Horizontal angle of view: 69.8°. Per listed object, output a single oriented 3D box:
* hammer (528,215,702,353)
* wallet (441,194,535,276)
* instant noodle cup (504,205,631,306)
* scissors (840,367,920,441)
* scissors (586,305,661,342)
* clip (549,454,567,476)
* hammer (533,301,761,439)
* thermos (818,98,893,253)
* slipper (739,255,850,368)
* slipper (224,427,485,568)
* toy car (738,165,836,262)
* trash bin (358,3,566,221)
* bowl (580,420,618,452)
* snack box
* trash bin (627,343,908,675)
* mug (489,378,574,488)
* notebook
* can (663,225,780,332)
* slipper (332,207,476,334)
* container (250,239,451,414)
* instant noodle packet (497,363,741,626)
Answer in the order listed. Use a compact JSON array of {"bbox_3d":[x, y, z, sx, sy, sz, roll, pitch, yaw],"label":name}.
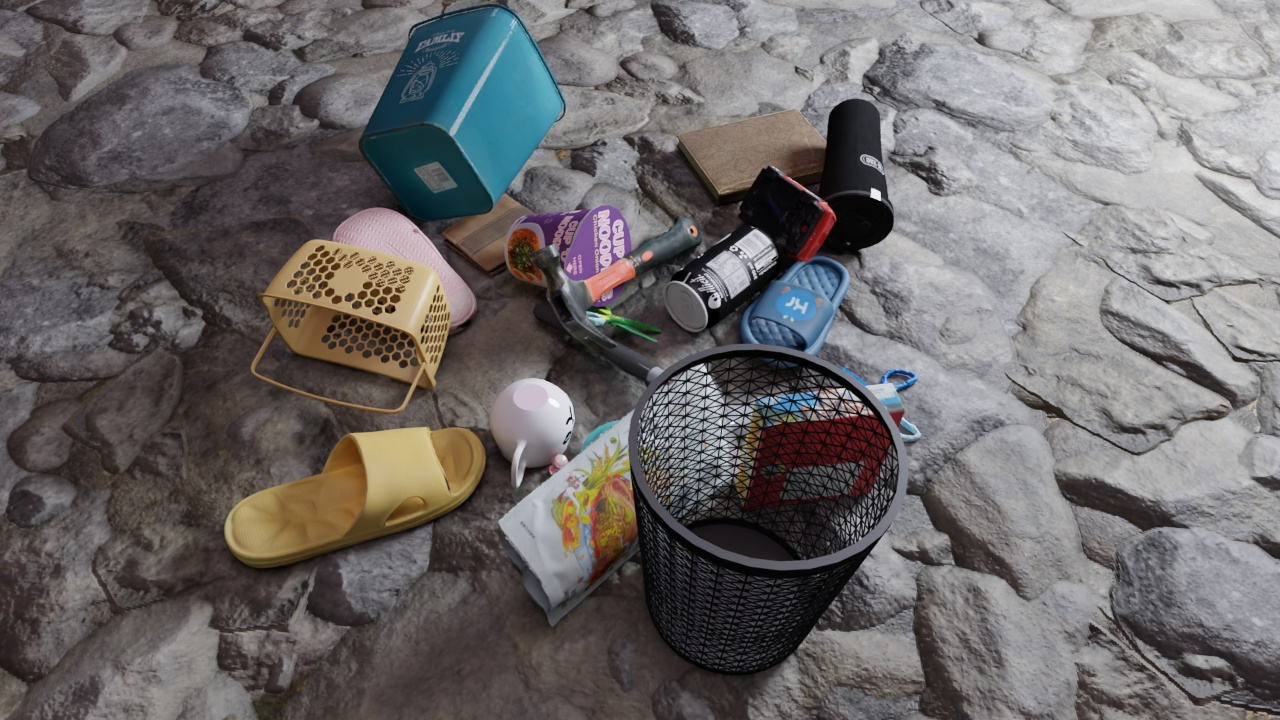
[{"bbox_3d":[-0.007,-0.116,1.106,0.033,0.133,0.332,-19,12,35],"label":"hammer"},{"bbox_3d":[-0.188,-0.168,1.218,0.099,0.027,0.120,36,56,24],"label":"wallet"},{"bbox_3d":[-0.099,-0.131,1.125,0.122,0.122,0.136,10,23,32],"label":"instant noodle cup"},{"bbox_3d":[0.281,0.047,1.066,0.125,0.013,0.129,-22,51,-23],"label":"scissors"},{"bbox_3d":[-0.034,-0.047,1.100,0.130,0.012,0.116,27,19,26],"label":"scissors"},{"bbox_3d":[-0.074,0.120,0.961,0.058,0.050,0.023,26,53,36],"label":"clip"},{"bbox_3d":[-0.006,0.006,1.054,0.311,0.030,0.124,30,30,27],"label":"hammer"},{"bbox_3d":[0.292,-0.260,1.259,0.106,0.106,0.218,8,57,3],"label":"thermos"},{"bbox_3d":[0.193,-0.071,1.134,0.104,0.059,0.213,23,49,19],"label":"slipper"},{"bbox_3d":[-0.279,0.125,0.914,0.263,0.079,0.099,-19,54,-19],"label":"slipper"},{"bbox_3d":[0.189,-0.194,1.204,0.056,0.082,0.189,22,19,-30],"label":"toy car"},{"bbox_3d":[-0.243,-0.320,1.231,0.197,0.199,0.218,-2,50,29],"label":"trash bin"},{"bbox_3d":[0.000,0.098,0.961,0.121,0.046,0.121,9,49,-10],"label":"bowl"},{"bbox_3d":[0.178,0.090,0.931,0.145,0.143,0.040,-6,49,-10],"label":"snack box"},{"bbox_3d":[0.092,0.147,0.804,0.217,0.244,0.216,2,48,-2],"label":"trash bin"},{"bbox_3d":[-0.118,0.075,0.968,0.090,0.076,0.123,9,48,4],"label":"mug"},{"bbox_3d":[0.186,-0.290,1.346,0.215,0.035,0.190,-16,52,-18],"label":"notebook"},{"bbox_3d":[0.103,-0.102,1.138,0.080,0.080,0.145,37,57,26],"label":"can"},{"bbox_3d":[-0.294,-0.108,1.137,0.221,0.056,0.106,41,58,16],"label":"slipper"},{"bbox_3d":[-0.318,-0.030,1.013,0.183,0.129,0.166,15,63,9],"label":"container"},{"bbox_3d":[-0.007,0.126,0.890,0.268,0.147,0.057,-36,31,-25],"label":"instant noodle packet"}]
